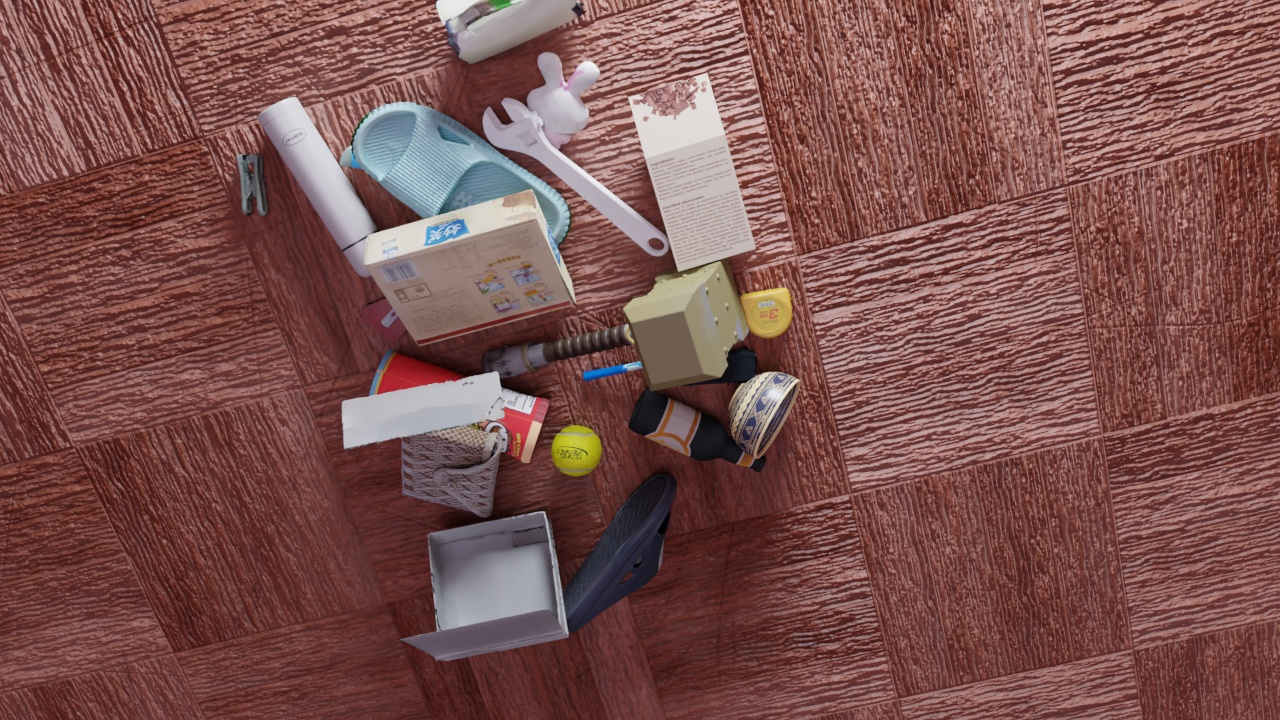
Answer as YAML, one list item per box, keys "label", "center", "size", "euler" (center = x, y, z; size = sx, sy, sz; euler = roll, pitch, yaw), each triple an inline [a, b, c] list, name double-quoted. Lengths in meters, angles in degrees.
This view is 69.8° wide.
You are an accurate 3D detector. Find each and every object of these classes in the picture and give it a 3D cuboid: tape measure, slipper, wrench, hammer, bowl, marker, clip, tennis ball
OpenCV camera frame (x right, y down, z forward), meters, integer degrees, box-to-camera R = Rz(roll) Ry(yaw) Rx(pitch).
- label: "tape measure"
  center: [0.161, -0.059, 1.151]
  size: [0.068, 0.030, 0.059]
  euler: [-10, 106, 7]
- label: "slipper"
  center: [-0.017, 0.271, 1.217]
  size: [0.083, 0.110, 0.269]
  euler: [33, 108, -11]
- label: "wrench"
  center: [-0.073, -0.215, 1.105]
  size: [0.273, 0.018, 0.066]
  euler: [38, 132, -14]
- label: "hammer"
  center: [-0.051, -0.024, 1.117]
  size: [0.326, 0.189, 0.101]
  euler: [-12, 107, 23]
- label: "bowl"
  center: [0.147, 0.060, 1.154]
  size: [0.061, 0.112, 0.112]
  euler: [29, 106, 18]
- label: "marker"
  center: [-0.007, 0.007, 1.170]
  size: [0.142, 0.013, 0.013]
  euler: [-12, 106, 18]
- label: "slipper"
  center: [-0.209, -0.210, 1.087]
  size: [0.276, 0.069, 0.116]
  euler: [28, 105, -13]
- label: "clip"
  center: [-0.477, -0.215, 1.128]
  size: [0.043, 0.023, 0.076]
  euler: [1, 105, 3]
- label: "tape measure"
  center: [-0.321, -0.058, 1.171]
  size: [0.059, 0.019, 0.051]
  euler: [42, 104, -10]
- label: "tennis ball"
  center: [-0.083, 0.117, 1.193]
  size: [0.065, 0.065, 0.065]
  euler: [0, 107, 1]

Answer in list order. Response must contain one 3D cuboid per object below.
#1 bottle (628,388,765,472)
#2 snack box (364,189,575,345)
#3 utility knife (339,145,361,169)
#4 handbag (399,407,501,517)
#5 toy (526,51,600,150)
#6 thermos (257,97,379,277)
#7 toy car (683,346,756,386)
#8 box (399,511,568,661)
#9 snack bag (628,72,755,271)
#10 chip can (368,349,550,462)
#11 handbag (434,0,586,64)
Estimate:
- label: "bottle"
  center: [0.077, 0.098, 1.186]
  size: [0.181, 0.059, 0.059]
  euler: [25, 106, -6]
- label: "snack box"
  center: [-0.199, -0.107, 1.097]
  size: [0.207, 0.055, 0.153]
  euler: [-14, 140, 6]
- label: "utility knife"
  center: [-0.262, -0.240, 1.117]
  size: [0.207, 0.015, 0.031]
  euler: [7, 110, 0]
- label: "handbag"
  center: [-0.243, 0.138, 1.167]
  size: [0.124, 0.046, 0.186]
  euler: [17, 142, 0]
- label: "toy"
  center: [-0.097, -0.300, 1.081]
  size: [0.076, 0.037, 0.126]
  euler: [16, 128, -6]
- label: "thermos"
  center: [-0.377, -0.205, 1.111]
  size: [0.052, 0.052, 0.224]
  euler: [-27, 104, 9]
- label: "toy car"
  center: [0.093, 0.009, 1.172]
  size: [0.112, 0.034, 0.046]
  euler: [-3, 106, 2]
- label: "box"
  center: [-0.162, 0.384, 1.032]
  size: [0.167, 0.528, 0.234]
  euler: [-11, 109, -3]
- label: "snack bag"
  center: [0.061, -0.222, 1.085]
  size: [0.094, 0.069, 0.206]
  euler: [-16, 105, 6]
- label: "chip can"
  center: [-0.228, 0.058, 1.169]
  size: [0.213, 0.087, 0.087]
  euler: [19, 106, -3]
- label: "handbag"
  center: [-0.145, -0.387, 0.987]
  size: [0.151, 0.175, 0.074]
  euler: [-21, 103, 8]
